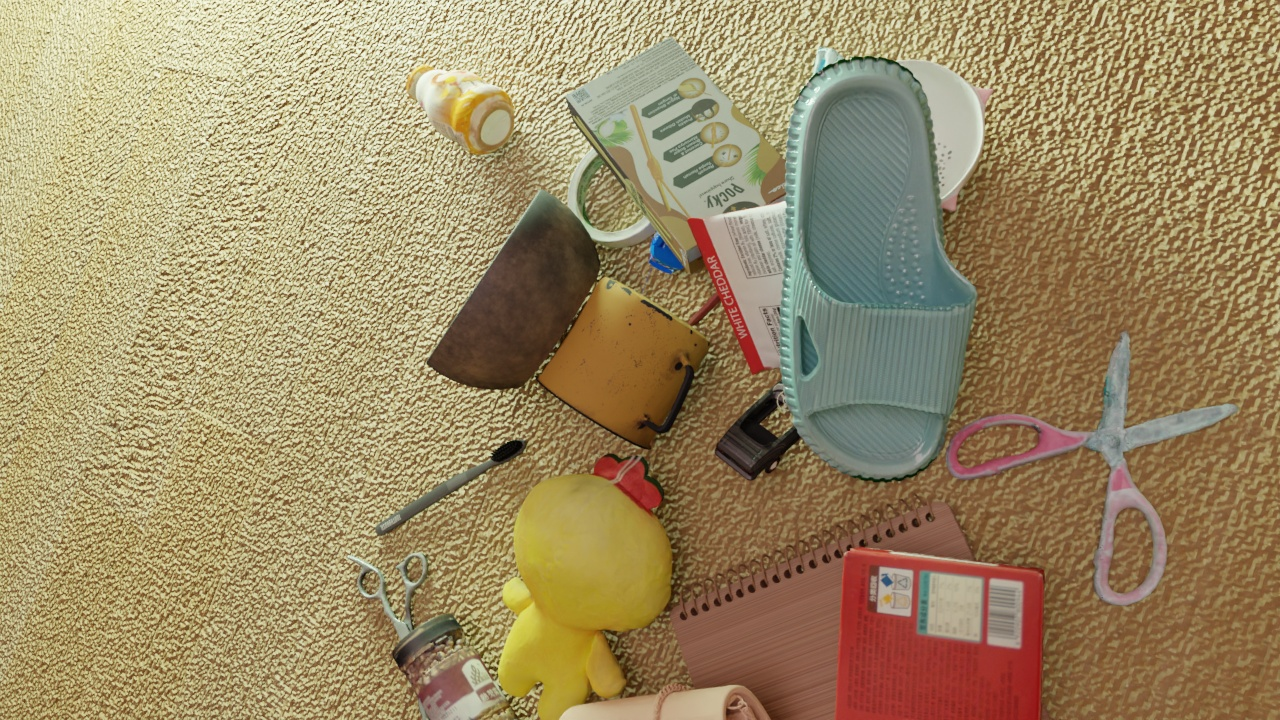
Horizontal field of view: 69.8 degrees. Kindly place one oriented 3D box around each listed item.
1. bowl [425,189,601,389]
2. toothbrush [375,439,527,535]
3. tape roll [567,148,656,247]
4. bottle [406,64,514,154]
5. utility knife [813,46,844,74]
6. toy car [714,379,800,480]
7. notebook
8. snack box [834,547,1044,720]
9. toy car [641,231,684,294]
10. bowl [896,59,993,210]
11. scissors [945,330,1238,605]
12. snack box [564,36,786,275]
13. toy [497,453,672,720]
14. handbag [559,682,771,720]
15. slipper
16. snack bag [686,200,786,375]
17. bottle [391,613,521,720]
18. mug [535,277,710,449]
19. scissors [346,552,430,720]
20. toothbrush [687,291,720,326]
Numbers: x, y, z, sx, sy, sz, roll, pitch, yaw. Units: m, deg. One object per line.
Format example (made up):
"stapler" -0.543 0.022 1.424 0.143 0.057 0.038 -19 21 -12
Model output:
"bowl" -0.092 -0.046 0.709 0.070 0.162 0.162 34 95 -11
"toothbrush" -0.164 0.109 0.781 0.168 0.013 0.013 -32 67 19
"tape roll" -0.016 -0.140 0.759 0.094 0.018 0.093 -6 77 25
"bottle" -0.164 -0.230 0.825 0.109 0.063 0.063 35 95 28
"utility knife" 0.129 -0.166 0.697 0.022 0.015 0.148 14 86 5
"toy car" 0.095 0.042 0.641 0.092 0.037 0.040 -39 59 -23
"notebook" 0.136 0.201 0.611 0.211 0.022 0.169 -27 69 18
"snack box" 0.174 0.235 0.541 0.113 0.060 0.236 1 81 25
"toy car" 0.019 -0.091 0.732 0.062 0.033 0.091 -35 34 61
"bowl" 0.184 -0.147 0.647 0.115 0.050 0.114 -6 77 24
"scissors" 0.286 0.071 0.574 0.171 0.013 0.174 -18 70 18
"snack box" 0.031 -0.163 0.708 0.101 0.032 0.186 -31 62 -6
"toy" -0.049 0.168 0.672 0.134 0.092 0.208 26 111 26
"handbag" -0.002 0.281 0.545 0.199 0.186 0.116 -24 90 38
"slipper" 0.144 -0.046 0.572 0.116 0.069 0.276 -4 105 6
"snack bag" 0.122 -0.060 0.633 0.144 0.039 0.131 -16 115 21
"bottle" -0.141 0.255 0.708 0.056 0.056 0.105 -43 69 11
"mug" -0.004 0.004 0.672 0.124 0.100 0.094 34 92 48
"scissors" -0.207 0.231 0.773 0.121 0.014 0.159 -6 73 23
"toothbrush" 0.090 -0.081 0.665 0.185 0.015 0.015 -45 62 35
